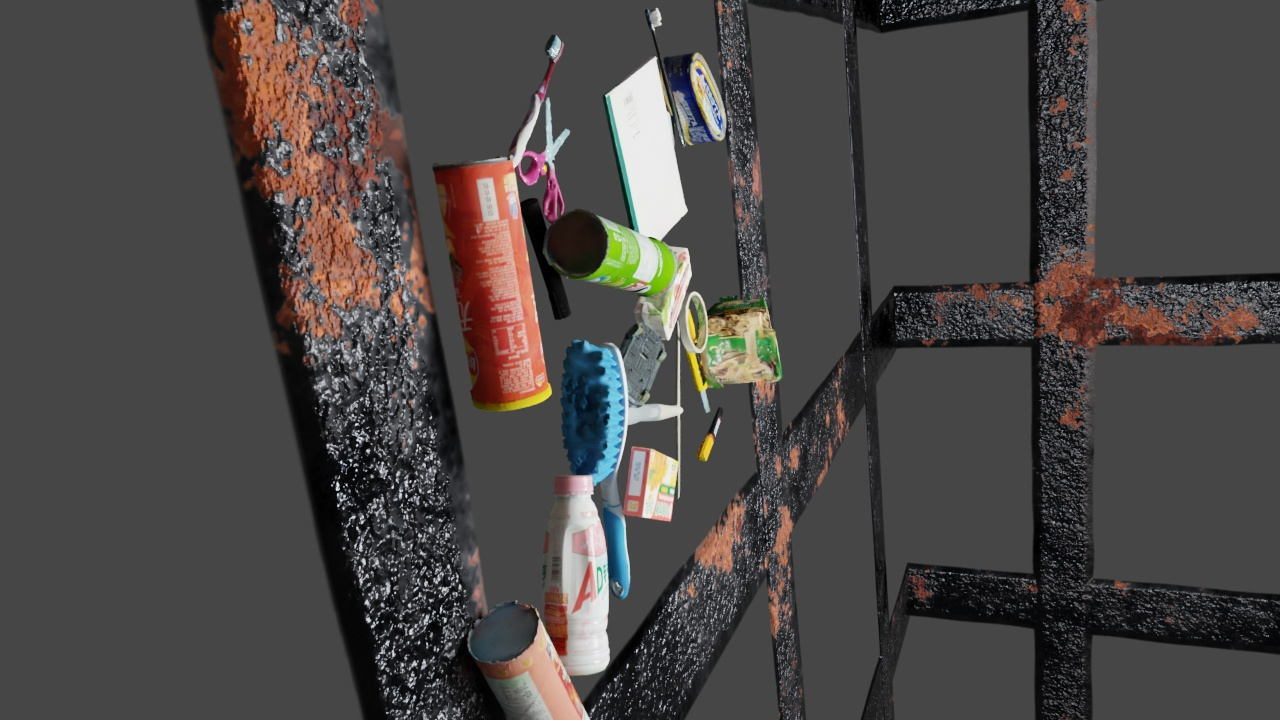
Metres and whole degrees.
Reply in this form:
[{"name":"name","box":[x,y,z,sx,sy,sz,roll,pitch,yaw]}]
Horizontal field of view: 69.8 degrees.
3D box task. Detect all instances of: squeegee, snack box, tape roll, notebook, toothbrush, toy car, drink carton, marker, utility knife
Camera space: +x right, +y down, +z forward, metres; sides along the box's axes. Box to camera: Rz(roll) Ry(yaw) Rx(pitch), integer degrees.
[{"name":"squeegee","box":[0.016,0.064,1.157,0.246,0.039,0.246,3,87,-65]},{"name":"snack box","box":[0.152,-0.035,1.385,0.105,0.118,0.118,-65,146,-61]},{"name":"tape roll","box":[0.074,-0.053,1.277,0.085,0.014,0.086,-4,90,-67]},{"name":"notebook","box":[0.009,-0.248,1.131,0.150,0.012,0.209,-54,139,-48]},{"name":"toothbrush","box":[0.036,-0.370,1.206,0.015,0.018,0.181,-53,131,-66]},{"name":"snack box","box":[0.014,0.149,1.089,0.155,0.027,0.077,40,57,-73]},{"name":"toy car","box":[-0.007,0.006,1.099,0.054,0.037,0.120,45,41,-23]},{"name":"drink carton","box":[0.032,-0.086,1.170,0.054,0.045,0.122,75,27,-47]},{"name":"toothbrush","box":[-0.107,-0.261,0.917,0.017,0.016,0.187,49,45,-44]},{"name":"marker","box":[0.107,0.110,1.389,0.123,0.015,0.018,-61,144,-51]},{"name":"utility knife","box":[0.081,-0.001,1.328,0.033,0.015,0.197,-60,142,-48]},{"name":"marker","box":[-0.097,-0.102,0.934,0.022,0.020,0.132,-48,134,-43]}]

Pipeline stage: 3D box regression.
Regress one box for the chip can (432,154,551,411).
[{"name":"chip can","box":[-0.129,-0.066,0.799,0.073,0.073,0.217,-37,123,-60]}]

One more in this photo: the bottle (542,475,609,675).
[{"name":"bottle","box":[-0.067,0.217,0.944,0.068,0.068,0.197,13,74,-65]}]

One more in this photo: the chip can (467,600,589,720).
[{"name":"chip can","box":[-0.095,0.325,0.871,0.071,0.071,0.215,-62,143,-46]}]

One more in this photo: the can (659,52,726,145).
[{"name":"can","box":[0.074,-0.362,1.276,0.148,0.049,0.074,52,43,-53]}]

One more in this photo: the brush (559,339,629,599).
[{"name":"brush","box":[-0.041,0.130,1.022,0.109,0.061,0.314,-16,107,-68]}]

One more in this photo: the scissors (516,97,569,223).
[{"name":"scissors","box":[-0.093,-0.202,0.949,0.133,0.017,0.124,-66,144,-49]}]

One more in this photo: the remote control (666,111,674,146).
[{"name":"remote control","box":[0.011,-0.304,1.172,0.135,0.019,0.056,10,81,-65]}]

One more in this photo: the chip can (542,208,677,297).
[{"name":"chip can","box":[-0.026,-0.113,0.998,0.235,0.072,0.072,1,88,-72]}]
